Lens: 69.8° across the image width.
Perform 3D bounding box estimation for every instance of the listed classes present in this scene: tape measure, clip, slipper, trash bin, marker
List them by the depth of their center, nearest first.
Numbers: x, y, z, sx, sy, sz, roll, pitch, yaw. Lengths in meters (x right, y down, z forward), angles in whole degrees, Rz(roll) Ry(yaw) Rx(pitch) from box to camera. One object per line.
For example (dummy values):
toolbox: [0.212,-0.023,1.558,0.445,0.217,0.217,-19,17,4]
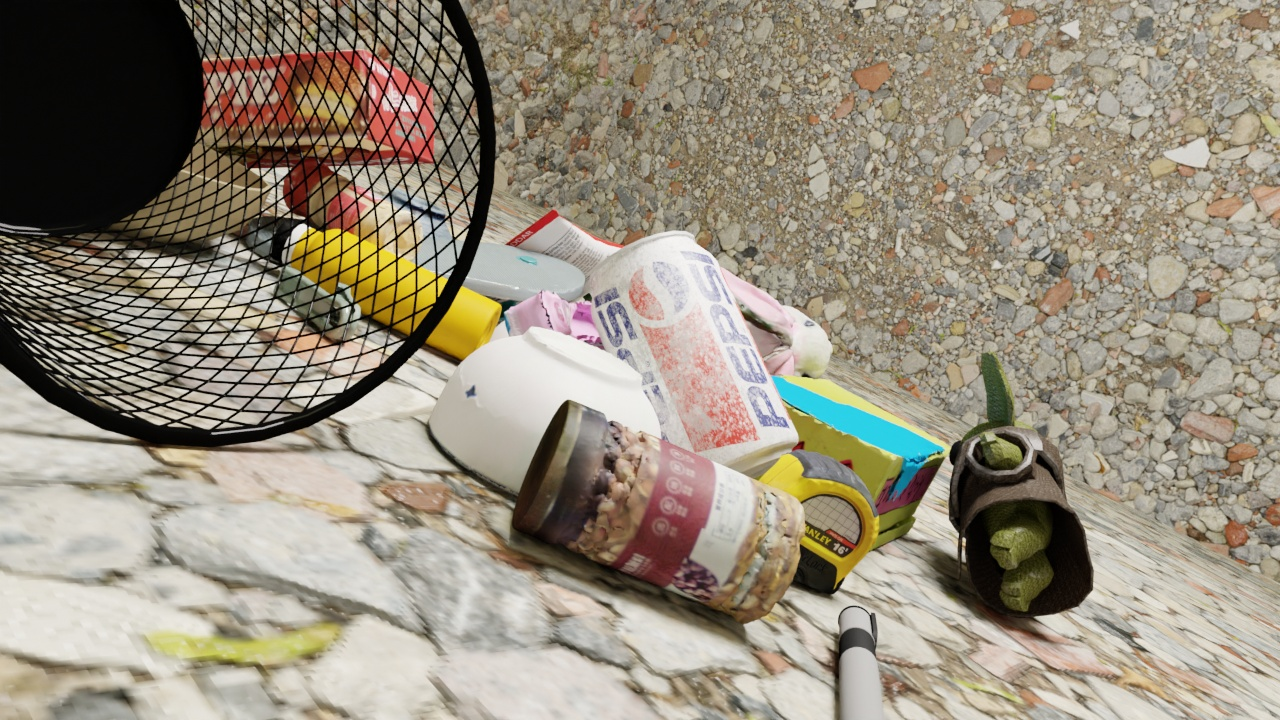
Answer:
marker: [0.084,0.123,0.349,0.016,0.016,0.140,27,9,9]
trash bin: [-0.195,-0.092,0.354,0.210,0.184,0.183,24,6,36]
tape measure: [0.085,0.078,0.462,0.065,0.064,0.037,23,10,-20]
clip: [-0.176,-0.031,0.519,0.059,0.023,0.076,16,10,-40]
slipper: [-0.157,-0.059,0.696,0.268,0.055,0.098,5,22,-37]

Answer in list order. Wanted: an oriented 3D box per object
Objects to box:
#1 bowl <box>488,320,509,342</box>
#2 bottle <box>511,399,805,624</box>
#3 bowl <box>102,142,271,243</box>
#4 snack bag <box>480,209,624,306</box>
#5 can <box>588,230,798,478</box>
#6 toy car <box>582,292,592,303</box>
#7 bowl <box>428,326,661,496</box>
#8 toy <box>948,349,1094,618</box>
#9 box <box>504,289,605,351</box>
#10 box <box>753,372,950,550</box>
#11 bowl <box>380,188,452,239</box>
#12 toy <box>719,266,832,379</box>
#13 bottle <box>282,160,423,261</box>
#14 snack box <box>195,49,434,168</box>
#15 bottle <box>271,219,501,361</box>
bowl: [-0.058,-0.009,0.667,0.110,0.040,0.110,25,8,-4]
bottle: [0.007,0.061,0.370,0.105,0.056,0.056,24,9,-11]
bowl: [-0.300,-0.108,0.532,0.152,0.050,0.152,25,8,-4]
snack bag: [-0.079,-0.081,0.838,0.144,0.131,0.039,14,52,-53]
can: [0.027,0.004,0.509,0.078,0.078,0.136,8,56,-64]
toy car: [-0.051,-0.034,0.840,0.036,0.042,0.091,56,-4,-11]
bowl: [-0.039,0.024,0.443,0.113,0.063,0.113,24,9,-4]
toy: [0.247,0.099,0.616,0.078,0.179,0.152,-12,23,19]
box: [-0.002,0.003,0.612,0.230,0.053,0.084,6,59,-67]
box: [0.127,0.067,0.628,0.124,0.081,0.220,30,12,24]
bowl: [-0.214,-0.121,0.842,0.137,0.057,0.137,25,9,-4]
toy: [0.107,0.010,0.767,0.106,0.131,0.205,-6,-18,2]
bottle: [-0.199,-0.101,0.633,0.109,0.044,0.044,30,10,27]
snack box: [-0.278,-0.174,0.657,0.236,0.060,0.113,1,4,11]
bottle: [-0.162,-0.047,0.582,0.143,0.043,0.043,25,9,-1]
